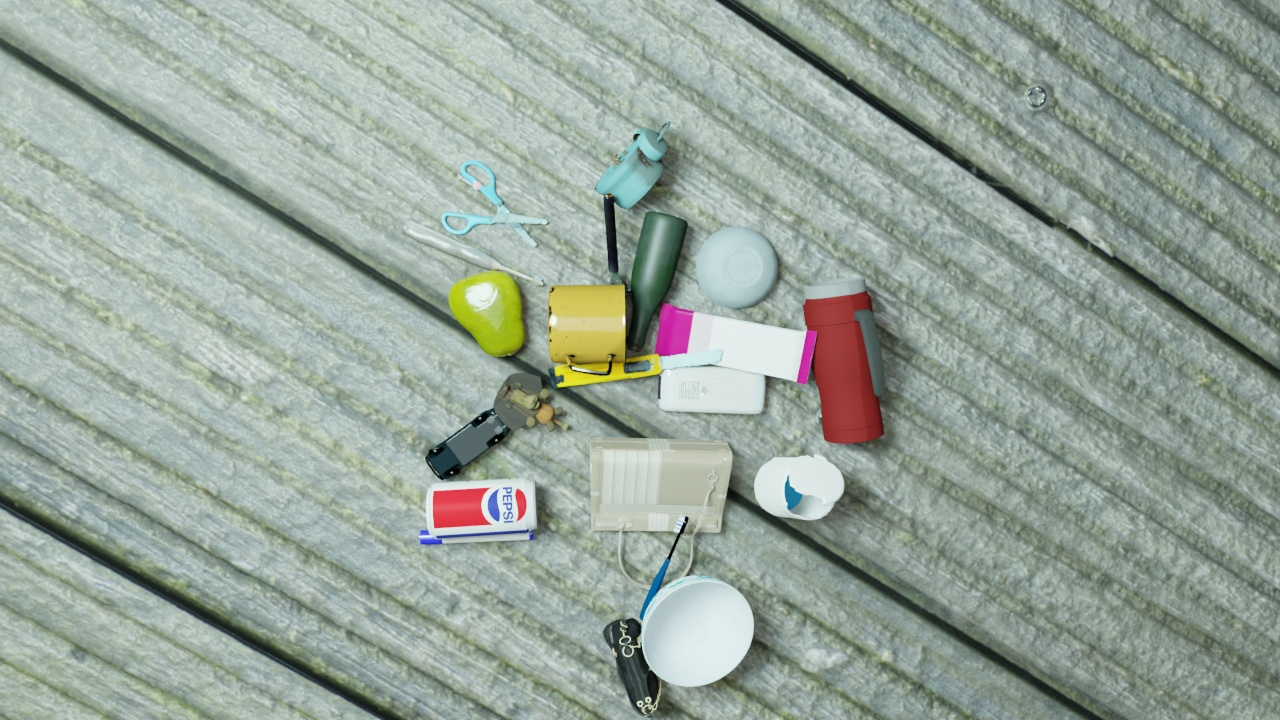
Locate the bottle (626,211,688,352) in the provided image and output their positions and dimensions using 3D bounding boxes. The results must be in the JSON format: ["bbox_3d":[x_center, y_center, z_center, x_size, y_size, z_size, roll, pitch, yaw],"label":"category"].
[{"bbox_3d":[0.012,-0.096,1.147,0.055,0.055,0.174,14,95,-5],"label":"bottle"}]

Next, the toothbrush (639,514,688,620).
[{"bbox_3d":[0.028,0.266,1.169,0.014,0.014,0.168,21,112,1],"label":"toothbrush"}]

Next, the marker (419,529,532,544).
[{"bbox_3d":[-0.209,0.223,1.172,0.141,0.020,0.020,-2,94,-4],"label":"marker"}]

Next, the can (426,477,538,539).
[{"bbox_3d":[-0.196,0.184,1.145,0.132,0.070,0.070,-3,94,-4],"label":"can"}]

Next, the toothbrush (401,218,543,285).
[{"bbox_3d":[-0.208,-0.131,1.145,0.185,0.024,0.022,22,131,-6],"label":"toothbrush"}]

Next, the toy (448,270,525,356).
[{"bbox_3d":[-0.186,-0.055,1.137,0.090,0.051,0.110,-18,98,0],"label":"toy"}]

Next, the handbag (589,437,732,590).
[{"bbox_3d":[0.021,0.201,1.178,0.175,0.062,0.198,2,103,-4],"label":"handbag"}]

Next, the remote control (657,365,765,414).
[{"bbox_3d":[0.092,0.037,1.176,0.138,0.025,0.060,2,94,-2],"label":"remote control"}]

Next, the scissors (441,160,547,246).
[{"bbox_3d":[-0.190,-0.177,1.147,0.111,0.015,0.141,-45,90,0],"label":"scissors"}]

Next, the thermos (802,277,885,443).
[{"bbox_3d":[0.261,0.000,1.145,0.083,0.108,0.198,-12,97,-22],"label":"thermos"}]

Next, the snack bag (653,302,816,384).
[{"bbox_3d":[0.117,-0.022,1.153,0.197,0.016,0.070,11,108,11],"label":"snack bag"}]

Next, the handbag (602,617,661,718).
[{"bbox_3d":[-0.008,0.393,1.169,0.054,0.079,0.128,-18,94,-1],"label":"handbag"}]

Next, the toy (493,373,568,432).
[{"bbox_3d":[-0.134,0.060,1.148,0.100,0.063,0.076,30,70,-16],"label":"toy"}]

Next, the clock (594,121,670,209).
[{"bbox_3d":[-0.003,-0.240,1.118,0.053,0.090,0.124,41,101,-17],"label":"clock"}]

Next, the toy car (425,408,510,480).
[{"bbox_3d":[-0.216,0.104,1.155,0.112,0.034,0.046,-36,96,-2],"label":"toy car"}]

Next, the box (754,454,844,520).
[{"bbox_3d":[0.198,0.153,1.136,0.080,0.143,0.089,22,81,-11],"label":"box"}]

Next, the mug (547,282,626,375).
[{"bbox_3d":[-0.065,-0.034,1.116,0.094,0.101,0.123,0,57,-2],"label":"mug"}]

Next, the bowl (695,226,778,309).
[{"bbox_3d":[0.125,-0.118,1.160,0.106,0.039,0.106,0,94,-4],"label":"bowl"}]

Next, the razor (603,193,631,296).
[{"bbox_3d":[-0.035,-0.136,1.123,0.043,0.022,0.144,-7,127,-4],"label":"razor"}]

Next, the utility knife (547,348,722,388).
[{"bbox_3d":[-0.007,0.007,1.160,0.224,0.019,0.030,-8,98,2],"label":"utility knife"}]

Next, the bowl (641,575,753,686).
[{"bbox_3d":[0.063,0.329,1.165,0.144,0.074,0.144,-3,104,-13],"label":"bowl"}]
